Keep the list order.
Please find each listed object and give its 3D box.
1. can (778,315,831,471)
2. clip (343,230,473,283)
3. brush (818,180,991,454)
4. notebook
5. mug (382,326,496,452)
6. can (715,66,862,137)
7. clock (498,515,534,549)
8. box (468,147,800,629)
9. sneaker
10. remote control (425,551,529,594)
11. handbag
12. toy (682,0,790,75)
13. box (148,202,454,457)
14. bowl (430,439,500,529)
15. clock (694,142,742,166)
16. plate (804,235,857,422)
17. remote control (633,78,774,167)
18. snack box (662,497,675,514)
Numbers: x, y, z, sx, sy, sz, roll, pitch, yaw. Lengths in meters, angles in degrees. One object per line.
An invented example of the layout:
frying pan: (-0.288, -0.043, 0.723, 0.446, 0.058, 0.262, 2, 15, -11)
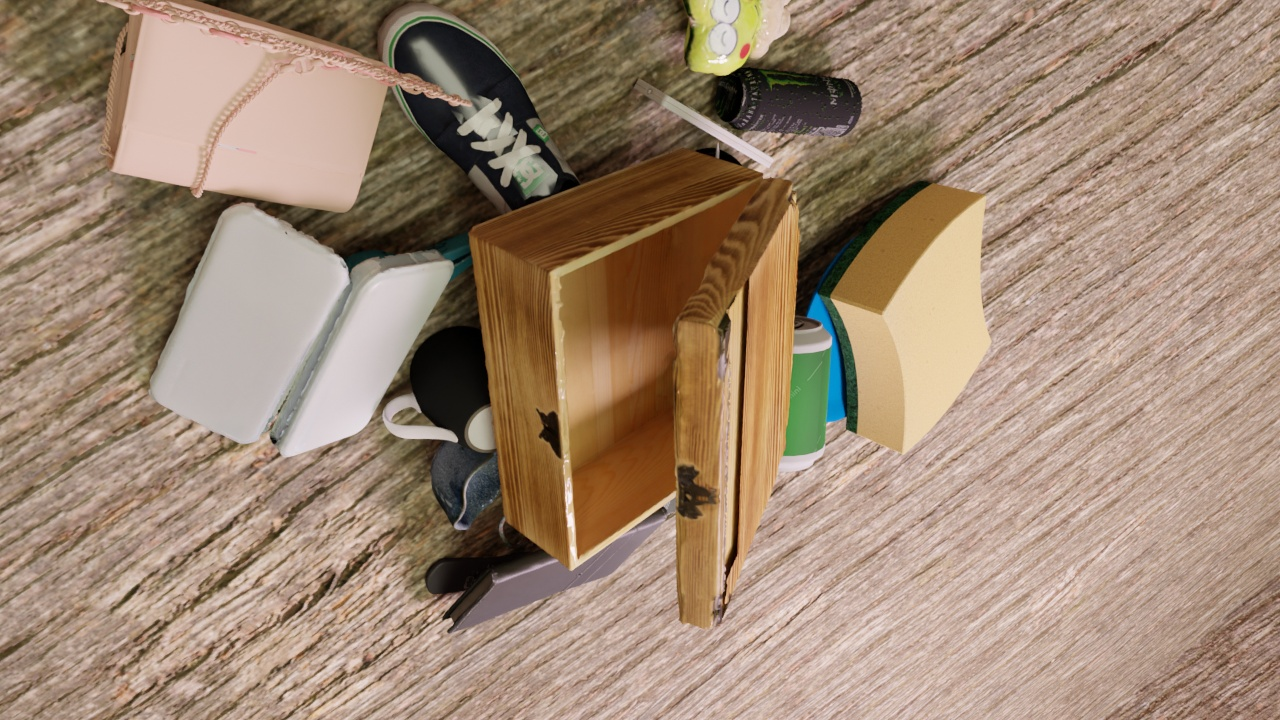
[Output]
can: (0.139, 0.031, 0.896, 0.087, 0.088, 0.140, -8, 108, -29)
clip: (-0.194, -0.069, 0.740, 0.119, 0.033, 0.121, 21, 108, -37)
brush: (0.296, -0.044, 0.998, 0.194, 0.075, 0.250, -45, 137, -23)
notebook: (-0.089, 0.218, 0.951, 0.208, 0.029, 0.170, -10, 154, -35)
mug: (-0.158, 0.037, 0.783, 0.118, 0.100, 0.085, -26, 131, -16)
can: (0.134, -0.229, 0.817, 0.137, 0.054, 0.054, -5, 123, -31)
clock: (-0.081, 0.119, 0.902, 0.157, 0.073, 0.121, -41, 146, -19)
box: (0.042, 0.011, 0.726, 0.257, 0.221, 0.280, -31, 132, -37)
sneaker: (-0.103, -0.163, 0.693, 0.084, 0.079, 0.235, -40, 133, -1)
remote control: (-0.168, 0.226, 0.972, 0.124, 0.009, 0.046, 4, 119, -35)
handbag: (-0.232, -0.139, 0.551, 0.198, 0.187, 0.117, 6, 110, -41)
toy: (0.081, -0.284, 0.752, 0.115, 0.046, 0.092, -23, 126, -29)
box: (-0.250, -0.011, 0.687, 0.185, 0.084, 0.211, 10, 131, -42)
bowl: (-0.157, 0.097, 0.845, 0.110, 0.055, 0.110, -59, 170, -17)
clock: (0.073, -0.138, 0.847, 0.091, 0.042, 0.121, -43, 132, -2)
plate: (0.232, -0.040, 1.011, 0.223, 0.024, 0.225, -24, 126, -39)
remote control: (0.057, -0.203, 0.787, 0.135, 0.050, 0.011, 18, 109, -40)
snack box: (0.057, 0.110, 1.007, 0.147, 0.025, 0.080, -24, 110, -17)
